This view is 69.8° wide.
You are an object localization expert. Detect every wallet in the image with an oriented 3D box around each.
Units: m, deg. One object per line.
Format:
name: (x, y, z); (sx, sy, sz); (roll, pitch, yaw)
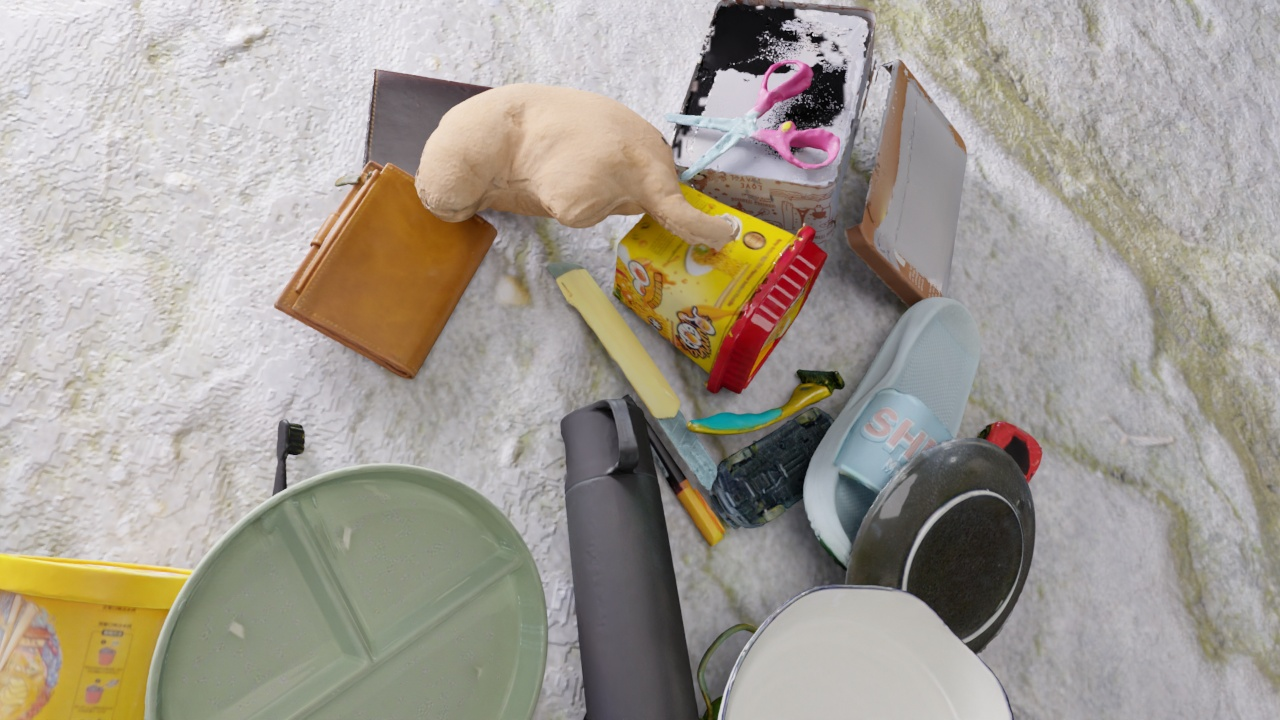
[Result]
wallet: (-0.146, -0.170, 0.699); (0.122, 0.020, 0.096); (5, 75, -14)
wallet: (-0.180, -0.070, 0.643); (0.119, 0.035, 0.130); (29, 67, -8)

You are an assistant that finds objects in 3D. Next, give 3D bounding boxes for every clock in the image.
clock: (0.100, 0.242, 0.588); (0.161, 0.056, 0.115); (46, 56, 5)

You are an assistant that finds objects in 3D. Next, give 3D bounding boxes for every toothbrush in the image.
toothbrush: (-0.225, 0.140, 0.566); (0.027, 0.026, 0.212); (19, 61, -46)

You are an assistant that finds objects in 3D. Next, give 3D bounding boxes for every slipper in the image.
slipper: (0.203, 0.052, 0.668); (0.104, 0.074, 0.244); (47, 60, -24)

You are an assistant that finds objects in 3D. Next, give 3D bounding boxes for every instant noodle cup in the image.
instant noodle cup: (-0.293, 0.167, 0.493); (0.118, 0.119, 0.114); (9, 77, -12)
instant noodle cup: (0.052, -0.058, 0.666); (0.124, 0.116, 0.115); (34, 66, 11)

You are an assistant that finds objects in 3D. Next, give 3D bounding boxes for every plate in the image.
plate: (0.133, 0.238, 0.543); (0.204, 0.046, 0.204); (10, 61, -19)
plate: (-0.155, 0.172, 0.521); (0.229, 0.028, 0.230); (0, 89, -37)
plate: (0.217, 0.142, 0.633); (0.179, 0.024, 0.179); (-5, 102, -26)

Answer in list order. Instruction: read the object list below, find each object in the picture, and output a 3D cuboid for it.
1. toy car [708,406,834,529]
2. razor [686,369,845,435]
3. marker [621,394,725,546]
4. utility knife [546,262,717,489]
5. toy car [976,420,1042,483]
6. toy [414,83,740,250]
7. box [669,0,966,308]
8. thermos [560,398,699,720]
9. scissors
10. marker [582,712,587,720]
toy car: (0.102, 0.078, 0.668); (0.120, 0.037, 0.054); (-27, 81, -32)
razor: (0.088, 0.034, 0.664); (0.132, 0.043, 0.028); (-17, 104, -32)
marker: (0.022, 0.077, 0.656); (0.015, 0.018, 0.124); (-30, 80, -21)
utility knife: (-0.004, 0.004, 0.659); (0.030, 0.021, 0.208); (-26, 64, -25)
toy car: (0.274, 0.097, 0.709); (0.049, 0.031, 0.106); (34, 68, 0)
toy: (-0.039, -0.133, 0.629); (0.226, 0.083, 0.143); (9, 52, 11)
box: (0.157, -0.167, 0.727); (0.271, 0.133, 0.179); (22, 67, -12)
thermos: (-0.009, 0.143, 0.573); (0.068, 0.090, 0.242); (-5, 66, -11)
scissors: (0.081, -0.173, 0.658); (0.133, 0.017, 0.131); (14, 70, 19)
marker: (0.018, 0.266, 0.588); (0.132, 0.020, 0.022); (38, 72, 0)
